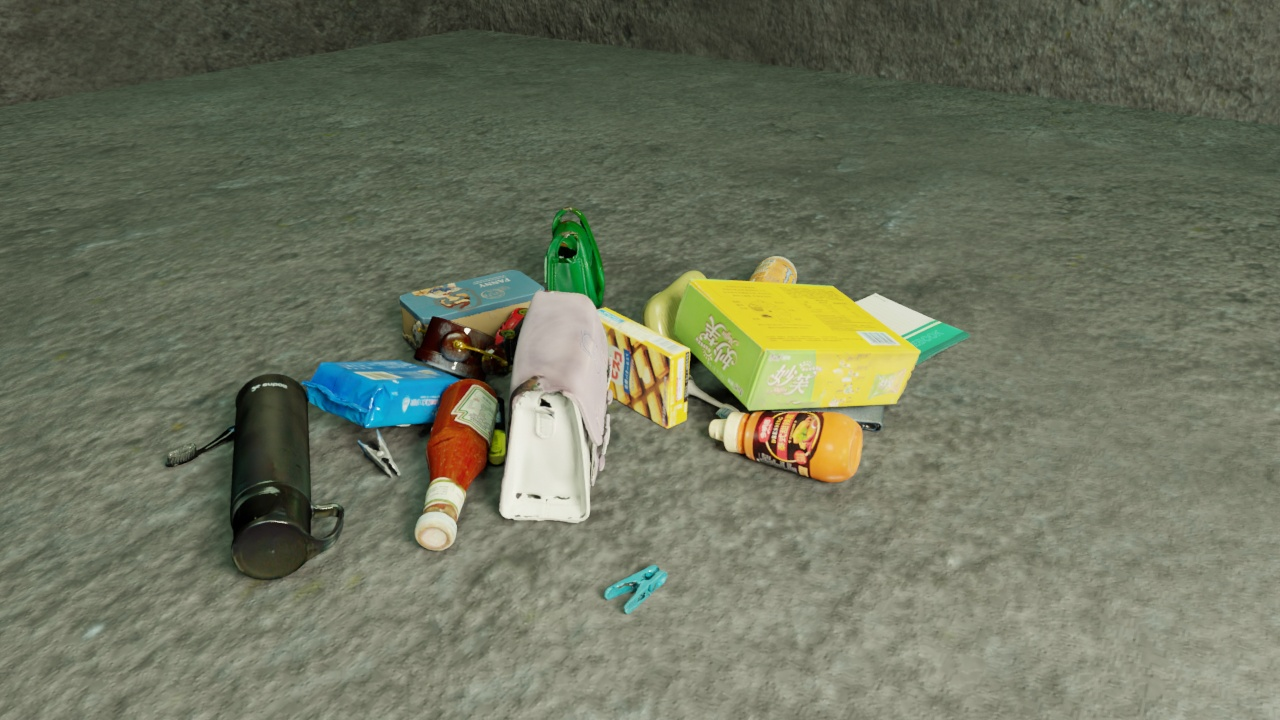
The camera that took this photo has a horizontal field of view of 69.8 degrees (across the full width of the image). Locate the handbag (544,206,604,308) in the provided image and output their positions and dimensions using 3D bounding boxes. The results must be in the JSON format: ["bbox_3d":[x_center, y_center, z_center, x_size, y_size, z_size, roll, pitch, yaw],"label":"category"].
[{"bbox_3d":[-0.088,-0.131,1.217,0.068,0.120,0.131,-3,29,4],"label":"handbag"}]

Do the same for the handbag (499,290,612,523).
[{"bbox_3d":[-0.076,0.037,0.868,0.098,0.145,0.196,-1,29,2],"label":"handbag"}]

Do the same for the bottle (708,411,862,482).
[{"bbox_3d":[0.137,0.077,0.896,0.150,0.067,0.066,7,28,27],"label":"bottle"}]

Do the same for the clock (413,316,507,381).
[{"bbox_3d":[-0.196,-0.010,1.009,0.082,0.055,0.122,23,-7,-40],"label":"clock"}]

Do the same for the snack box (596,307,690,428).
[{"bbox_3d":[-0.006,0.006,0.992,0.033,0.087,0.140,-20,35,-35],"label":"snack box"}]

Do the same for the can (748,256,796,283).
[{"bbox_3d":[0.165,-0.087,1.206,0.058,0.058,0.145,10,29,17],"label":"can"}]

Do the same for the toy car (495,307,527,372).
[{"bbox_3d":[-0.153,-0.025,1.086,0.031,0.049,0.106,5,28,9],"label":"toy car"}]

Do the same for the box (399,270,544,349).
[{"bbox_3d":[-0.203,-0.061,1.145,0.183,0.060,0.090,-20,35,-32],"label":"box"}]

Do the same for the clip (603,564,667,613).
[{"bbox_3d":[-0.002,0.182,0.736,0.039,0.014,0.055,25,35,37],"label":"clip"}]

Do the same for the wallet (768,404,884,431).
[{"bbox_3d":[0.207,0.041,1.008,0.121,0.019,0.097,6,28,15],"label":"wallet"}]

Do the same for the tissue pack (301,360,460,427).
[{"bbox_3d":[-0.256,0.035,0.940,0.095,0.052,0.156,17,10,31],"label":"tissue pack"}]

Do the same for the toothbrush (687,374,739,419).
[{"bbox_3d":[0.032,0.018,1.037,0.026,0.027,0.221,-36,43,-24],"label":"toothbrush"}]

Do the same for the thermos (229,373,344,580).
[{"bbox_3d":[-0.323,0.099,0.834,0.090,0.068,0.242,5,26,-25],"label":"thermos"}]

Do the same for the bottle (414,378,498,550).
[{"bbox_3d":[-0.173,0.094,0.854,0.060,0.060,0.205,1,32,-1],"label":"bottle"}]

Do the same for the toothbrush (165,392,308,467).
[{"bbox_3d":[-0.403,0.063,0.947,0.014,0.016,0.189,25,34,24],"label":"toothbrush"}]

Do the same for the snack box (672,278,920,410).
[{"bbox_3d":[0.163,-0.020,0.971,0.209,0.070,0.157,-1,31,-31],"label":"snack box"}]

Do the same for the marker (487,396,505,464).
[{"bbox_3d":[-0.148,0.068,0.945,0.018,0.015,0.124,-3,27,-7],"label":"marker"}]

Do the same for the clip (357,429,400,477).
[{"bbox_3d":[-0.248,0.093,0.885,0.045,0.027,0.058,-31,47,-19],"label":"clip"}]

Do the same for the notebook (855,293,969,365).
[{"bbox_3d":[0.292,-0.029,1.152,0.208,0.012,0.150,-21,36,-36],"label":"notebook"}]

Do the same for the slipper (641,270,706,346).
[{"bbox_3d":[0.036,-0.050,1.098,0.082,0.091,0.190,-14,9,26],"label":"slipper"}]
